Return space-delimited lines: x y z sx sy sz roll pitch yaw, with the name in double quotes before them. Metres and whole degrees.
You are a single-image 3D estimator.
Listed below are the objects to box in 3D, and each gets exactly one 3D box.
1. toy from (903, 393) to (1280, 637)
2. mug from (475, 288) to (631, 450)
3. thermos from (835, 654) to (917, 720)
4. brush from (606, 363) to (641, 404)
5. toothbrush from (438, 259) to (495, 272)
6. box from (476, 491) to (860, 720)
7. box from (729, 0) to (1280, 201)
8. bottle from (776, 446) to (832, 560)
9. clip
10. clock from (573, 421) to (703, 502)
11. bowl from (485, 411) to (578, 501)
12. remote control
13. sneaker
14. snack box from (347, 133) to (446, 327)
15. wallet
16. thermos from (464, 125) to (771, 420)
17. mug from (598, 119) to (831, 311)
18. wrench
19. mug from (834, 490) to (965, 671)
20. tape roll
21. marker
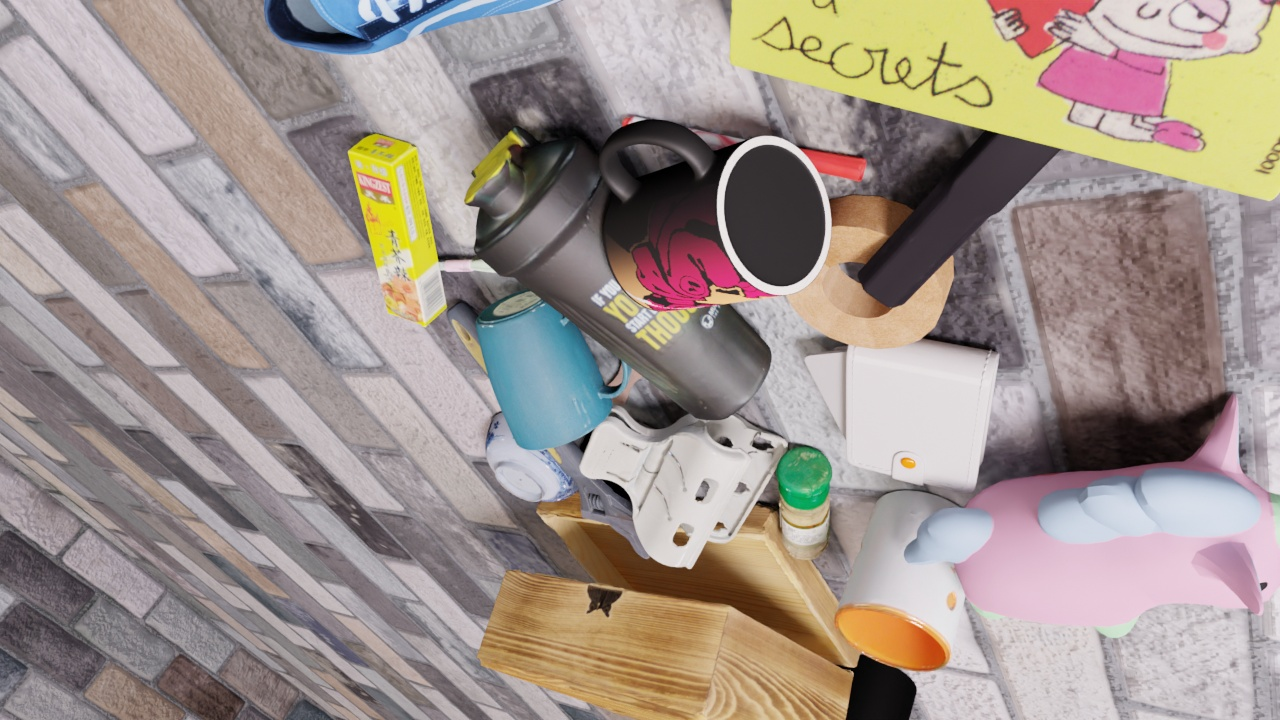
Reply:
"toy" 0.269 0.107 0.551 0.222 0.119 0.171 0 149 22
"mug" -0.063 -0.001 0.691 0.112 0.084 0.104 -12 113 22
"thermos" 0.200 0.395 0.888 0.086 0.198 0.086 20 144 15
"brush" -0.004 0.004 0.707 0.050 0.015 0.136 32 146 -1
"toothbrush" -0.113 -0.072 0.692 0.155 0.015 0.022 3 106 33
"box" 0.043 0.261 0.894 0.280 0.191 0.251 -5 147 40
"box" 0.147 -0.154 0.343 0.221 0.079 0.125 19 145 14
"bottle" 0.130 0.116 0.725 0.043 0.043 0.111 14 143 22
"clip" 0.025 0.096 0.708 0.152 0.101 0.127 16 122 -13
"clock" -0.012 0.093 0.809 0.123 0.035 0.094 -3 133 40
"bowl" -0.105 0.102 0.879 0.114 0.045 0.114 20 144 15
"remote control" 0.159 -0.077 0.452 0.032 0.015 0.137 33 129 -4
"sneaker" -0.100 -0.194 0.454 0.242 0.098 0.083 0 135 37
"snack box" -0.178 -0.093 0.683 0.040 0.028 0.148 20 137 20
"wallet" 0.165 0.030 0.597 0.115 0.037 0.118 12 138 24
"thermos" -0.014 -0.052 0.583 0.221 0.097 0.098 40 145 -23
"mug" 0.029 -0.082 0.498 0.118 0.081 0.098 42 155 -27
"wrench" -0.074 0.064 0.778 0.273 0.022 0.074 54 144 -10
"mug" 0.197 0.161 0.676 0.082 0.105 0.082 20 144 15
"tape roll" 0.130 -0.049 0.529 0.094 0.027 0.094 20 144 15
"marker" 0.054 -0.119 0.511 0.142 0.012 0.013 16 143 20
